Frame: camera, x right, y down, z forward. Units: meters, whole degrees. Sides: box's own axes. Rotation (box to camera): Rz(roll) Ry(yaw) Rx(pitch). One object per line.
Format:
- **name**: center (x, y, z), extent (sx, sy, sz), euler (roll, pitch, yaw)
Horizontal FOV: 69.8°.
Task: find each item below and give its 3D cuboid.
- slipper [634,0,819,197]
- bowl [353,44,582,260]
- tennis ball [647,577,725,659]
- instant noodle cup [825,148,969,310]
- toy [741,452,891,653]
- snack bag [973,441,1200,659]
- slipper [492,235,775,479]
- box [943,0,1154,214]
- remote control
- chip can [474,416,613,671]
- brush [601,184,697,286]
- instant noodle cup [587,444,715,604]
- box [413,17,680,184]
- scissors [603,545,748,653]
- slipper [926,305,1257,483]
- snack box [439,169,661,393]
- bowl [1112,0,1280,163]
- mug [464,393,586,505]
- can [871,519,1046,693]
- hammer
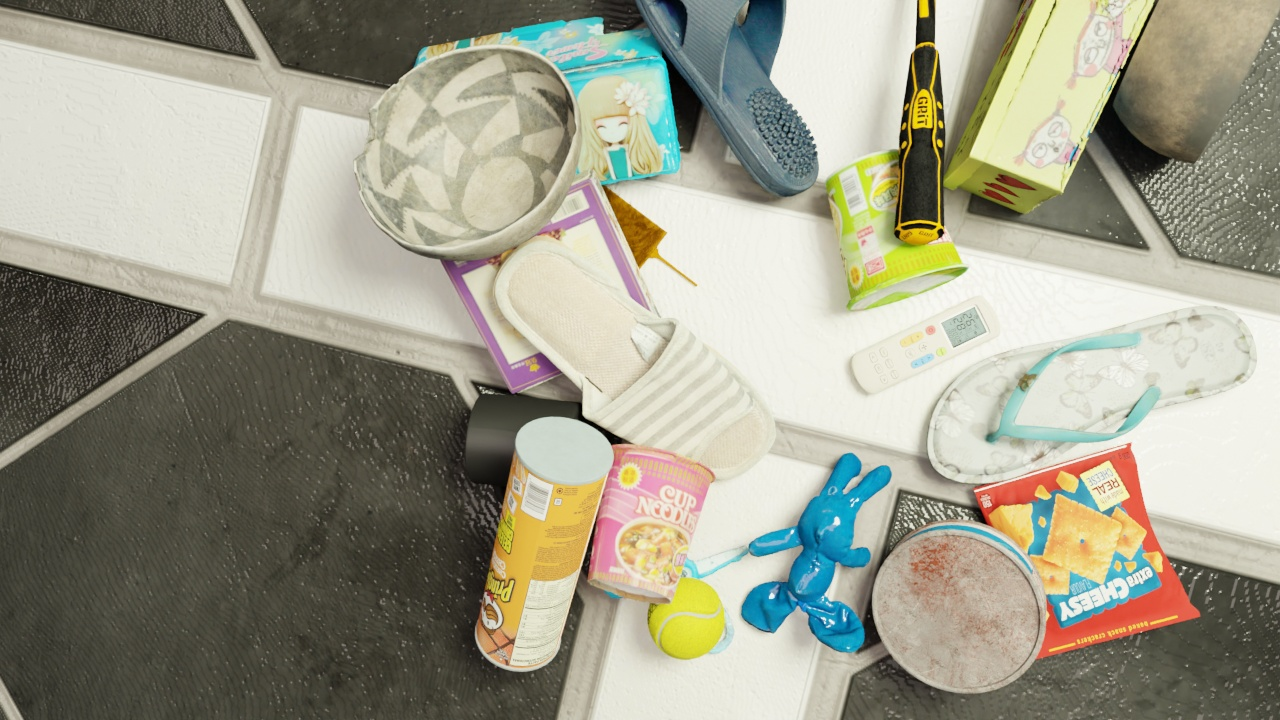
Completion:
- **slipper**: center (0.080, -0.259, 0.736), extent (0.083, 0.101, 0.263), euler (-29, 92, 51)
- **bowl**: center (-0.120, -0.146, 0.703), extent (0.179, 0.081, 0.178), euler (-6, 69, 14)
- **tennis ball**: center (0.038, 0.216, 0.768), extent (0.065, 0.065, 0.065), euler (0, 91, 8)
- **instant noodle cup**: center (0.199, -0.107, 0.740), extent (0.099, 0.099, 0.108), euler (-17, 81, 8)
- **toy**: center (0.155, 0.161, 0.756), extent (0.113, 0.071, 0.176), euler (26, 92, 33)
- **snack bag**: center (0.358, 0.154, 0.745), extent (0.131, 0.039, 0.144), euler (-19, 83, 10)
- **slipper**: center (-0.004, 0.004, 0.752), extent (0.272, 0.054, 0.115), euler (38, 111, -10)
- **box**: center (0.318, -0.231, 0.704), extent (0.083, 0.124, 0.221), euler (26, 97, 9)
- **remote control**: center (0.238, -0.012, 0.771), extent (0.126, 0.018, 0.038), euler (-26, 88, 7)
- **chip can**: center (-0.082, 0.153, 0.741), extent (0.075, 0.075, 0.215), euler (20, 123, 7)
- **brush**: center (-0.005, -0.107, 0.802), extent (0.126, 0.017, 0.048), euler (38, 96, 5)
- **instant noodle cup**: center (0.003, 0.136, 0.747), extent (0.098, 0.098, 0.108), euler (11, 68, 7)
- **box**: center (-0.088, -0.221, 0.773), extent (0.227, 0.086, 0.169), euler (-7, 83, 8)
- **scissors**: center (0.031, 0.195, 0.807), extent (0.140, 0.011, 0.134), euler (-10, 92, 9)
- **slipper**: center (0.356, 0.018, 0.734), extent (0.269, 0.055, 0.098), euler (-22, 76, 5)
- **snack box**: center (-0.075, -0.064, 0.775), extent (0.143, 0.040, 0.148), euler (-22, 111, 8)
- **bowl**: center (0.410, -0.233, 0.676), extent (0.070, 0.162, 0.162), euler (26, 94, 21)
- **mug**: center (-0.096, 0.086, 0.796), extent (0.088, 0.078, 0.114), euler (5, 119, 8)
- **can**: center (0.257, 0.197, 0.741), extent (0.130, 0.044, 0.130), euler (1, 93, 25)
- **hammer**: center (0.224, -0.240, 0.713), extent (0.123, 0.036, 0.320), euler (1, 73, 18)
